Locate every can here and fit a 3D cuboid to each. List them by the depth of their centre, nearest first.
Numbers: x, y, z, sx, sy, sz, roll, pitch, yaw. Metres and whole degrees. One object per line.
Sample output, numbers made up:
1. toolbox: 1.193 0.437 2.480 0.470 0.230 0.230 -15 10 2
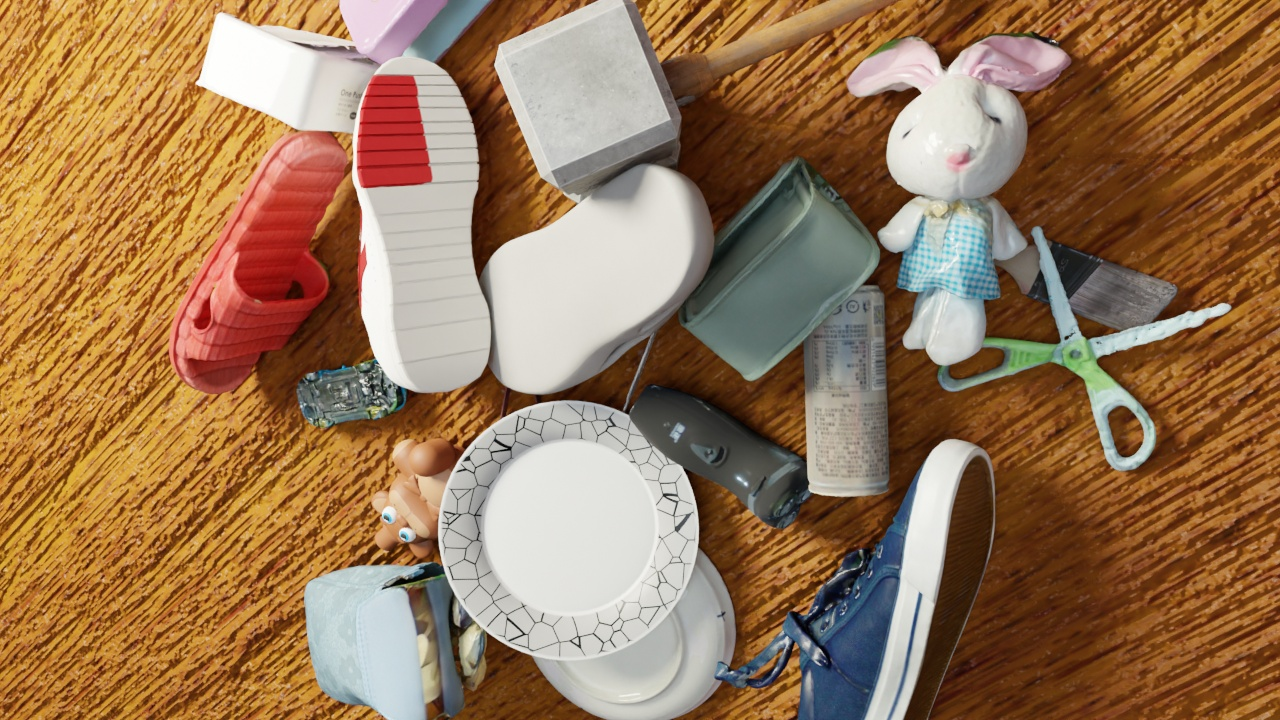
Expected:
1. can: 0.136 0.019 0.608 0.054 0.054 0.135 -2 93 18

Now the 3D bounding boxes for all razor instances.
1. razor: 0.056 0.066 0.644 0.140 0.063 0.053 31 102 -2

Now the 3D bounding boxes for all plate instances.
1. plate: -0.053 0.124 0.676 0.188 0.016 0.188 0 91 0
2. plate: -0.018 0.208 0.719 0.182 0.034 0.182 4 102 17

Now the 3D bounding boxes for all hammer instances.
1. hammer: 0.083 -0.196 0.559 0.318 0.162 0.083 -22 94 4

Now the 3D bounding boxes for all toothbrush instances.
1. toothbrush: -0.004 0.004 0.645 0.010 0.010 0.182 30 134 10

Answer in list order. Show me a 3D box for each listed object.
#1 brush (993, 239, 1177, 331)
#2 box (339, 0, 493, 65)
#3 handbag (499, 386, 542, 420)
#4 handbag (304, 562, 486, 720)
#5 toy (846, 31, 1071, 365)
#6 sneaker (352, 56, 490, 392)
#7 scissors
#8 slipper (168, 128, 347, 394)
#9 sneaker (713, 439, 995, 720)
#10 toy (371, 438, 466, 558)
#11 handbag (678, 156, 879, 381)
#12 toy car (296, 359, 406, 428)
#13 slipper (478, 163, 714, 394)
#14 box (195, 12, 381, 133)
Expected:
1. brush: 0.256 -0.058 0.583 0.151 0.012 0.039 24 108 13
2. box: -0.124 -0.297 0.640 0.215 0.065 0.078 -40 73 21
3. handbag: -0.091 0.060 0.719 0.055 0.029 0.119 0 96 16
4. handbag: -0.188 0.221 0.734 0.192 0.118 0.121 -18 81 51
5. toy: 0.178 -0.099 0.543 0.131 0.105 0.205 5 95 21
6. sneaker: -0.175 -0.095 0.681 0.104 0.090 0.236 0 99 55
7. scissors: 0.276 -0.005 0.580 0.172 0.021 0.172 -17 99 31
8. slipper: -0.286 -0.062 0.713 0.059 0.103 0.249 39 114 11
9. sneaker: 0.147 0.178 0.634 0.127 0.120 0.295 27 113 35
10. toy: -0.177 0.115 0.738 0.095 0.065 0.128 48 116 1
11. handbag: 0.080 -0.062 0.593 0.067 0.106 0.122 36 113 -21
12. toy car: -0.235 0.026 0.753 0.105 0.032 0.048 -11 98 26
13. slipper: -0.022 -0.051 0.614 0.267 0.080 0.113 -28 78 53
14. box: -0.243 -0.222 0.665 0.102 0.107 0.091 26 105 11
